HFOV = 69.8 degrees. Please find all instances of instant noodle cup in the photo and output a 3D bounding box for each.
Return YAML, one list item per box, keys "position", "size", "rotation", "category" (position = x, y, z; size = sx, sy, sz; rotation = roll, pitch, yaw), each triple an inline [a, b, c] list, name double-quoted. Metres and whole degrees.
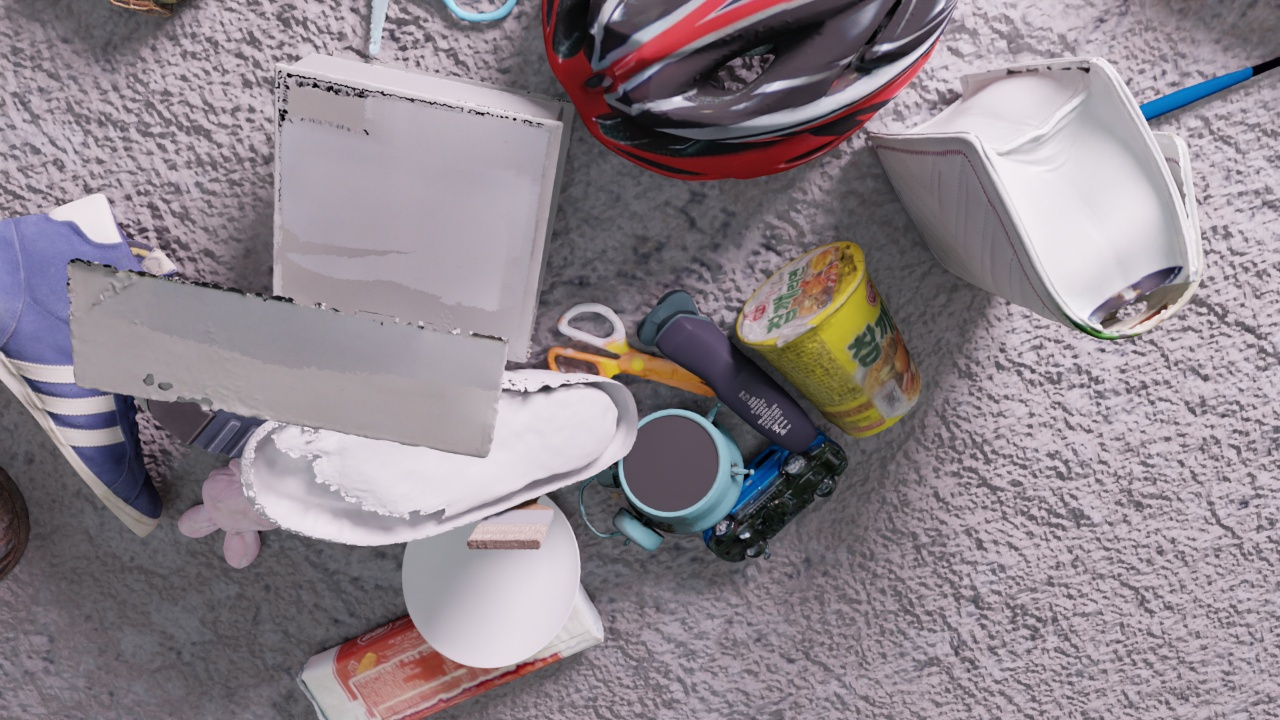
- position: [0.134, -0.008, 0.620]
  size: [0.102, 0.102, 0.108]
  rotation: [-38, 112, 8]
  category: "instant noodle cup"

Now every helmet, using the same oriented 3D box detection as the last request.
- position: [0.075, -0.223, 0.534]
  size: [0.272, 0.167, 0.217]
  rotation: [-34, 108, -6]
  category: "helmet"

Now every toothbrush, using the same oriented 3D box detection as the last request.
- position: [0.389, -0.187, 0.615]
  size: [0.168, 0.014, 0.014]
  rotation: [-21, 139, 7]
  category: "toothbrush"

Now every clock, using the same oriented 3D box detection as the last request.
- position: [0.012, 0.082, 0.645]
  size: [0.124, 0.053, 0.090]
  rotation: [-27, 69, 6]
  category: "clock"

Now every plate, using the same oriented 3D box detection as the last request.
- position: [-0.109, 0.153, 0.669]
  size: [0.135, 0.011, 0.134]
  rotation: [-2, 77, 10]
  category: "plate"

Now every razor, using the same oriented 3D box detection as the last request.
- position: [0.062, 0.011, 0.629]
  size: [0.143, 0.052, 0.047]
  rotation: [42, 110, 4]
  category: "razor"

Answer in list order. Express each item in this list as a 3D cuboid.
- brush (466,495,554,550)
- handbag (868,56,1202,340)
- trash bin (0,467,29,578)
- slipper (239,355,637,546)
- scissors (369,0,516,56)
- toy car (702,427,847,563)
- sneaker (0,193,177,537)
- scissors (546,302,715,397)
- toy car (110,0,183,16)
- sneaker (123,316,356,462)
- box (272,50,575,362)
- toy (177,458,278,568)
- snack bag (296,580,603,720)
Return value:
- position: [-0.073, 0.092, 0.611]
  size: [0.045, 0.143, 0.008]
  rotation: [-1, 104, 7]
  category: "brush"
- position: [0.227, -0.097, 0.541]
  size: [0.096, 0.198, 0.142]
  rotation: [-33, 105, 5]
  category: "handbag"
- position: [-0.509, 0.142, 0.575]
  size: [0.131, 0.211, 0.131]
  rotation: [-1, 105, -2]
  category: "trash bin"
- position: [-0.121, 0.048, 0.575]
  size: [0.246, 0.075, 0.112]
  rotation: [-9, 87, -33]
  category: "slipper"
- position: [-0.145, -0.260, 0.578]
  size: [0.135, 0.015, 0.135]
  rotation: [0, 102, -10]
  category: "scissors"
- position: [0.095, 0.097, 0.666]
  size: [0.120, 0.043, 0.056]
  rotation: [-45, 133, 7]
  category: "toy car"
- position: [-0.347, -0.001, 0.616]
  size: [0.118, 0.091, 0.233]
  rotation: [-35, 125, -21]
  category: "sneaker"
- position: [0.000, -0.003, 0.656]
  size: [0.130, 0.013, 0.070]
  rotation: [12, 106, -4]
  category: "scissors"
- position: [-0.310, -0.238, 0.560]
  size: [0.112, 0.047, 0.047]
  rotation: [9, 100, -4]
  category: "toy car"
- position: [-0.236, 0.032, 0.607]
  size: [0.088, 0.124, 0.240]
  rotation: [-58, 144, -10]
  category: "sneaker"
- position: [-0.143, -0.134, 0.722]
  size: [0.169, 0.403, 0.172]
  rotation: [11, 105, -5]
  category: "box"
- position: [-0.286, 0.104, 0.659]
  size: [0.063, 0.047, 0.110]
  rotation: [36, 119, -20]
  category: "toy"
- position: [-0.143, 0.222, 0.700]
  size: [0.225, 0.041, 0.077]
  rotation: [-24, 104, 6]
  category: "snack bag"
